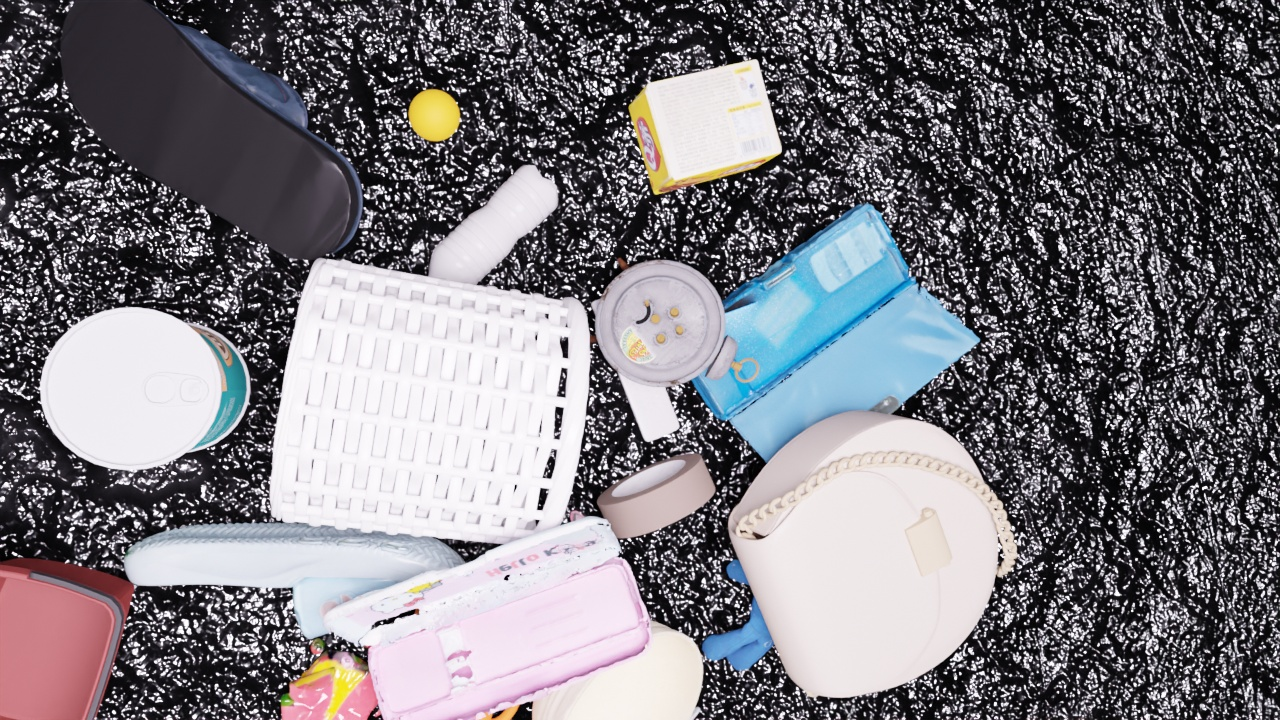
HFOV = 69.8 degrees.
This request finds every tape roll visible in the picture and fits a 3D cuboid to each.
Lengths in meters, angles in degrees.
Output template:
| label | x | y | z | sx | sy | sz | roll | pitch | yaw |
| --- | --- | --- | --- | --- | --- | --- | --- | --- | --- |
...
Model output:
| label | x | y | z | sx | sy | sz | roll | pitch | yaw |
| --- | --- | --- | --- | --- | --- | --- | --- | --- | --- |
| tape roll | 0.013 | 0.110 | 0.753 | 0.093 | 0.094 | 0.030 | -25 | 96 | -15 |

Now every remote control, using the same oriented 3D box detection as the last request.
| label | x | y | z | sx | sy | sz | roll | pitch | yaw |
| --- | --- | --- | --- | --- | --- | --- | --- | --- | --- |
| remote control | -0.005 | 0.005 | 0.792 | 0.033 | 0.012 | 0.131 | -22 | 95 | -13 |

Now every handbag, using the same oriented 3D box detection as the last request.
| label | x | y | z | sx | sy | sz | roll | pitch | yaw |
| --- | --- | --- | --- | --- | --- | --- | --- | --- | --- |
| handbag | 0.184 | 0.151 | 0.749 | 0.208 | 0.103 | 0.211 | -27 | 104 | -18 |

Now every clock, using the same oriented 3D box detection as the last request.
| label | x | y | z | sx | sy | sz | roll | pitch | yaw |
| --- | --- | --- | --- | --- | --- | --- | --- | --- | --- |
| clock | 0.029 | -0.021 | 0.750 | 0.148 | 0.056 | 0.104 | 27 | 82 | 5 |

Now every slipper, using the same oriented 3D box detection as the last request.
| label | x | y | z | sx | sy | sz | roll | pitch | yaw |
| --- | --- | --- | --- | --- | --- | --- | --- | --- | --- |
| slipper | -0.305 | -0.172 | 0.682 | 0.265 | 0.083 | 0.109 | 35 | 110 | 5 |
| slipper | -0.247 | 0.162 | 0.678 | 0.245 | 0.104 | 0.074 | 4 | 90 | -10 |

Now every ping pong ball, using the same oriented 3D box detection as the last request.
| label | x | y | z | sx | sy | sz | roll | pitch | yaw |
| --- | --- | --- | --- | --- | --- | --- | --- | --- | --- |
| ping pong ball | -0.165 | -0.197 | 0.736 | 0.040 | 0.040 | 0.040 | 0 | 89 | -16 |

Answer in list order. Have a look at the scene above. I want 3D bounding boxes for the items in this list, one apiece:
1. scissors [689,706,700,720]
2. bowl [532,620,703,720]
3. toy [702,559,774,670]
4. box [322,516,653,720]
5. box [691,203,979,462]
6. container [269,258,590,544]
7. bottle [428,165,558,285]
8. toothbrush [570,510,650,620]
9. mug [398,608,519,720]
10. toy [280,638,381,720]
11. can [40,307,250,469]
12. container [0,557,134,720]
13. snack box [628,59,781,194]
| label | x | y | z | sx | sy | sz | roll | pitch | yaw |
| --- | --- | --- | --- | --- | --- | --- | --- | --- | --- |
| scissors | -0.027 | 0.331 | 0.780 | 0.153 | 0.014 | 0.130 | 30 | 82 | -17 |
| bowl | -0.029 | 0.265 | 0.736 | 0.150 | 0.075 | 0.151 | -21 | 123 | -36 |
| toy | 0.114 | 0.188 | 0.797 | 0.112 | 0.071 | 0.176 | 34 | 80 | -24 |
| box | -0.100 | 0.183 | 0.627 | 0.201 | 0.101 | 0.111 | -19 | 77 | 0 |
| box | 0.161 | -0.015 | 0.819 | 0.231 | 0.060 | 0.175 | -34 | 82 | -14 |
| container | -0.149 | 0.033 | 0.660 | 0.186 | 0.189 | 0.189 | 9 | 86 | -15 |
| bottle | -0.125 | -0.100 | 0.744 | 0.044 | 0.044 | 0.136 | 46 | 78 | -10 |
| toothbrush | -0.023 | 0.186 | 0.782 | 0.021 | 0.016 | 0.135 | -32 | 97 | -14 |
| mug | -0.135 | 0.252 | 0.723 | 0.112 | 0.078 | 0.096 | 18 | 83 | -38 |
| toy | -0.233 | 0.267 | 0.708 | 0.084 | 0.046 | 0.103 | -1 | 94 | -30 |
| can | -0.331 | 0.019 | 0.630 | 0.099 | 0.144 | 0.099 | 0 | 89 | -16 |
| container | -0.407 | 0.203 | 0.576 | 0.127 | 0.201 | 0.148 | 18 | 84 | -15 |
| snack box | 0.054 | -0.199 | 0.788 | 0.105 | 0.061 | 0.083 | -17 | 94 | -16 |
